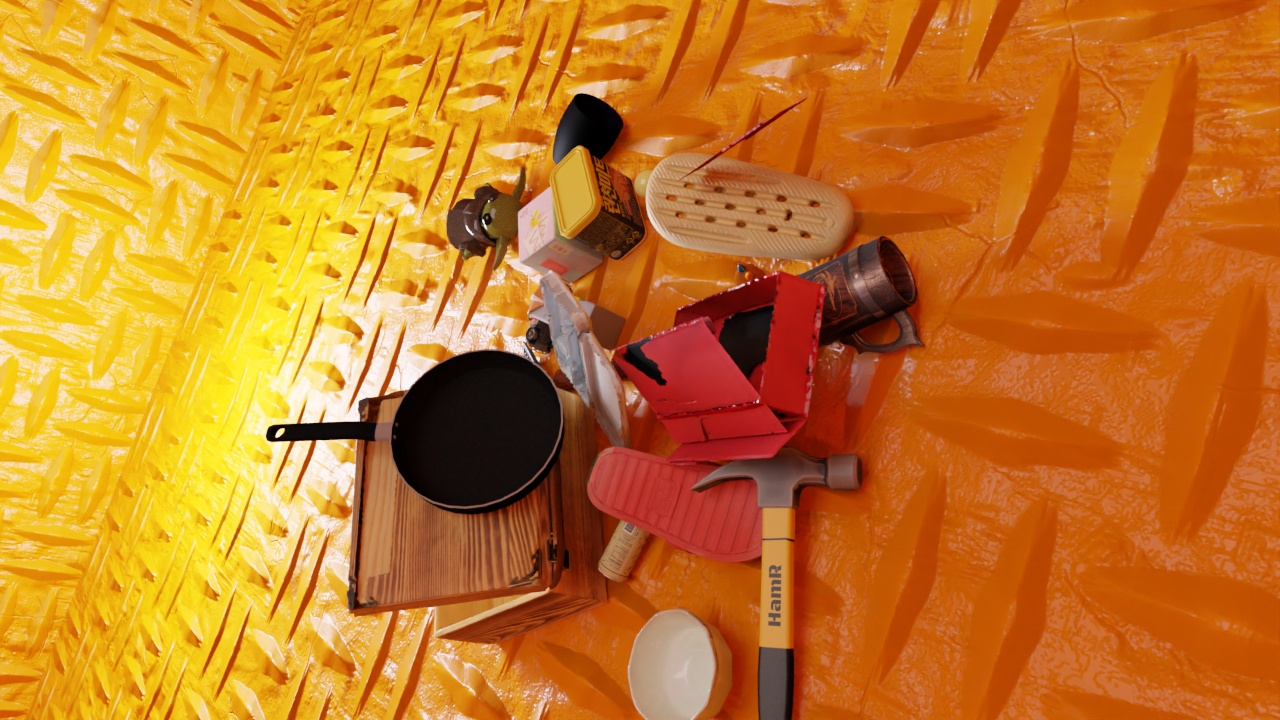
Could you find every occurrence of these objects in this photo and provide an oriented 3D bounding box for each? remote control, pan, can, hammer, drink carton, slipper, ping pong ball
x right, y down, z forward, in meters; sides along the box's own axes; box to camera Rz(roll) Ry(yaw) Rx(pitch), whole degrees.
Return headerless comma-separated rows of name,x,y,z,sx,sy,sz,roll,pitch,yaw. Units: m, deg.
remote control,-0.143,0.023,1.291,0.124,0.009,0.046,-126,28,-45
pan,-0.263,0.086,1.077,0.356,0.044,0.203,-3,59,7
can,-0.057,-0.213,1.256,0.073,0.101,0.130,-38,48,30
hammer,0.126,0.243,0.879,0.170,0.034,0.324,-4,74,26
drink carton,-0.088,-0.060,1.242,0.125,0.076,0.048,24,91,45
slipper,0.054,0.156,0.999,0.249,0.059,0.103,10,81,34
can,-0.016,0.214,1.064,0.038,0.038,0.079,33,97,49
slipper,0.126,-0.168,1.062,0.262,0.079,0.111,17,90,31
hammer,-0.007,0.007,1.158,0.301,0.028,0.111,-11,66,45
ping pong ball,0.011,-0.237,1.240,0.040,0.040,0.040,-23,57,39

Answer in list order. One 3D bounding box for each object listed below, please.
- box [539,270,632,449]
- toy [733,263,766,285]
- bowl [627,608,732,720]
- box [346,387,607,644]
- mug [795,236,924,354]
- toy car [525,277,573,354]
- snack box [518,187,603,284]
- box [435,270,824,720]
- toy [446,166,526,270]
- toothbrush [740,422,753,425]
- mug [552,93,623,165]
box,-0.058,0.012,1.084,0.037,0.209,0.190,-29,60,-14
toy,0.134,-0.073,0.984,0.070,0.103,0.090,-43,73,2
bowl,0.049,0.314,0.930,0.118,0.061,0.117,-23,57,40
box,-0.199,0.169,1.119,0.270,0.263,0.278,-29,52,34
mug,0.217,-0.051,0.917,0.107,0.079,0.115,-26,83,36
toy car,-0.137,-0.066,1.317,0.047,0.047,0.112,13,81,48
snack box,-0.115,-0.177,1.308,0.080,0.093,0.094,-29,53,36
box,0.009,0.122,0.861,0.466,0.138,0.215,-61,19,-18
toy,-0.252,-0.227,1.491,0.153,0.078,0.179,-3,68,46
toothbrush,0.143,0.019,1.000,0.184,0.015,0.015,-61,34,5
mug,-0.082,-0.337,1.368,0.100,0.085,0.118,-52,11,35
